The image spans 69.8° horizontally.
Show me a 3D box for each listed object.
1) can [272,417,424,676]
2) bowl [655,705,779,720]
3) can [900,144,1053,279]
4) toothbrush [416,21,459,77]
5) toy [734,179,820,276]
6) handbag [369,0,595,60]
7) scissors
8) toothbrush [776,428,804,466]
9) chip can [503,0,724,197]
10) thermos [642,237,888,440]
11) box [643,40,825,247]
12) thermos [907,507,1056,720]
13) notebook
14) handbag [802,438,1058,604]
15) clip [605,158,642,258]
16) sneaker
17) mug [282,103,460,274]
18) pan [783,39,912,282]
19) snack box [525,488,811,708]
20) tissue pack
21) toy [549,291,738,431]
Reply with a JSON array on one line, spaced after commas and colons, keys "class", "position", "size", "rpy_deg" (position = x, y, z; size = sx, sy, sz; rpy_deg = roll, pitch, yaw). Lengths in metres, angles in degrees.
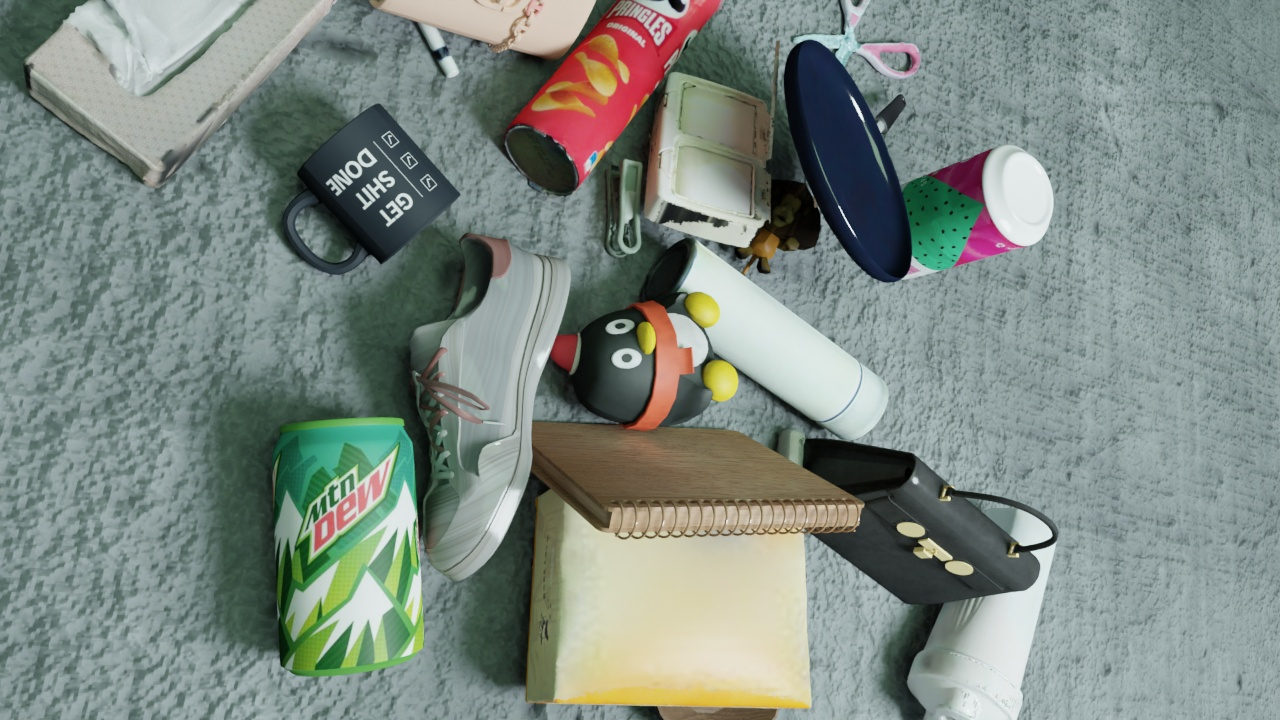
[{"class": "can", "position": [-0.177, 0.109, 0.556], "size": [0.083, 0.083, 0.144], "rpy_deg": [-1, 82, -32]}, {"class": "bowl", "position": [0.054, 0.238, 0.704], "size": [0.117, 0.030, 0.117], "rpy_deg": [9, 68, -22]}, {"class": "can", "position": [0.280, -0.129, 0.834], "size": [0.088, 0.166, 0.088], "rpy_deg": [6, 79, -31]}, {"class": "toothbrush", "position": [-0.178, -0.293, 0.665], "size": [0.017, 0.012, 0.187], "rpy_deg": [-33, 100, -35]}, {"class": "toy", "position": [0.112, -0.110, 0.792], "size": [0.076, 0.063, 0.100], "rpy_deg": [34, 75, 1]}, {"class": "handbag", "position": [-0.123, -0.319, 0.689], "size": [0.198, 0.117, 0.187], "rpy_deg": [2, 40, -41]}, {"class": "scissors", "position": [0.213, -0.336, 0.920], "size": [0.172, 0.014, 0.158], "rpy_deg": [-10, 88, -30]}, {"class": "toothbrush", "position": [0.121, 0.137, 0.743], "size": [0.024, 0.022, 0.185], "rpy_deg": [3, 53, 6]}, {"class": "chip can", "position": [-0.017, -0.232, 0.721], "size": [0.073, 0.073, 0.232], "rpy_deg": [43, 63, -19]}, {"class": "thermos", "position": [0.108, -0.013, 0.767], "size": [0.230, 0.068, 0.067], "rpy_deg": [34, 65, -23]}, {"class": "box", "position": [0.111, -0.171, 0.729], "size": [0.194, 0.101, 0.143], "rpy_deg": [13, 60, -14]}, {"class": "thermos", "position": [0.320, 0.244, 0.844], "size": [0.099, 0.100, 0.219], "rpy_deg": [46, 58, -18]}, {"class": "notebook", "position": [0.031, 0.081, 0.644], "size": [0.210, 0.169, 0.022], "rpy_deg": [5, 102, -32]}, {"class": "handbag", "position": [0.249, 0.133, 0.752], "size": [0.175, 0.196, 0.072], "rpy_deg": [37, 64, -22]}, {"class": "clip", "position": [-0.014, -0.120, 0.731], "size": [0.023, 0.048, 0.076], "rpy_deg": [4, 83, -30]}, {"class": "sneaker", "position": [-0.118, 0.020, 0.603], "size": [0.089, 0.099, 0.235], "rpy_deg": [24, 63, -28]}, {"class": "mug", "position": [-0.184, -0.104, 0.603], "size": [0.105, 0.071, 0.077], "rpy_deg": [-42, 106, -3]}, {"class": "pan", "position": [0.193, -0.187, 0.783], "size": [0.199, 0.021, 0.355], "rpy_deg": [62, 33, -13]}, {"class": "snack box", "position": [0.025, 0.168, 0.649], "size": [0.195, 0.081, 0.145], "rpy_deg": [10, 68, -22]}, {"class": "tissue pack", "position": [-0.277, -0.206, 0.559], "size": [0.104, 0.071, 0.181], "rpy_deg": [42, 66, -21]}, {"class": "toy", "position": [-0.004, 0.004, 0.676], "size": [0.119, 0.100, 0.097], "rpy_deg": [2, 61, -26]}]
